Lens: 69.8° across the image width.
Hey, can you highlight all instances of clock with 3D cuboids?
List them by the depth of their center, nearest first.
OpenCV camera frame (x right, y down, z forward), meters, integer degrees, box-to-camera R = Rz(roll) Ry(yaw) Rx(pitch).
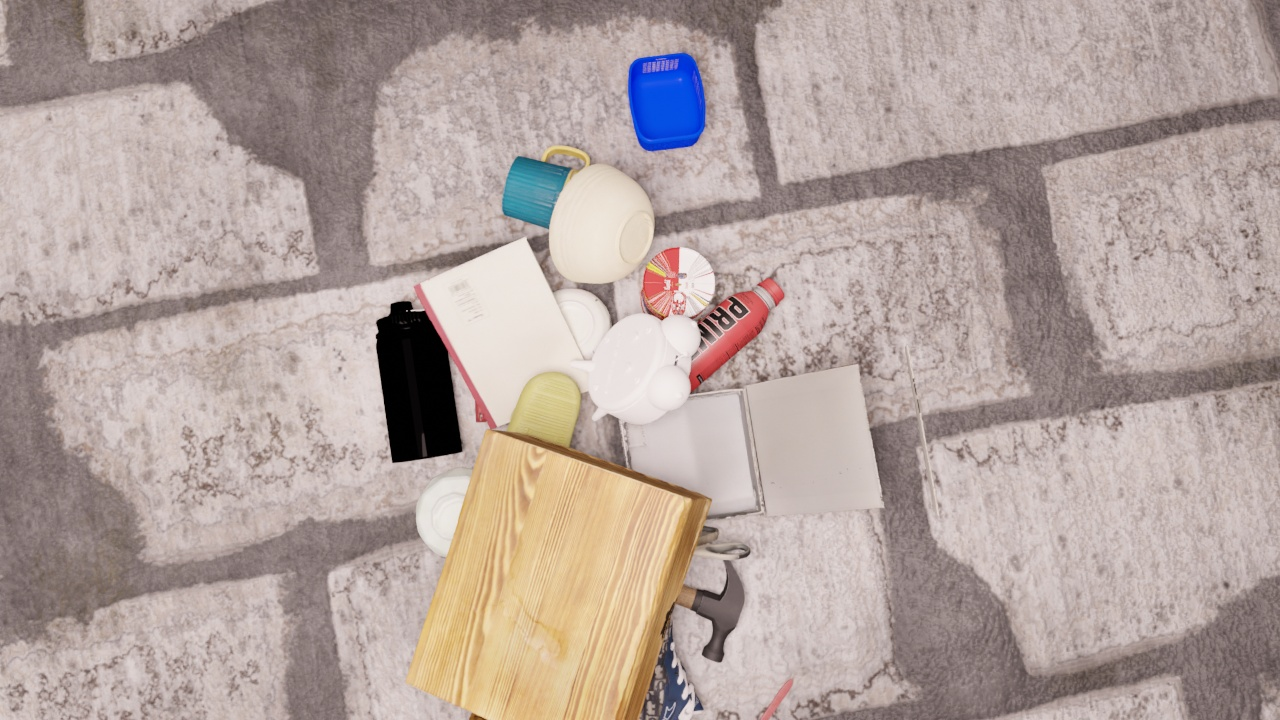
[{"bbox_3d":[-0.006,0.006,1.076,0.072,0.161,0.125,29,63,-36],"label":"clock"}]

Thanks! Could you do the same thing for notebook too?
[{"bbox_3d":[-0.164,-0.029,1.125,0.153,0.012,0.209,-22,110,8],"label":"notebook"}]

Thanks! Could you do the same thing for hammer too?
[{"bbox_3d":[-0.021,0.263,1.148,0.305,0.040,0.132,19,88,2],"label":"hammer"}]

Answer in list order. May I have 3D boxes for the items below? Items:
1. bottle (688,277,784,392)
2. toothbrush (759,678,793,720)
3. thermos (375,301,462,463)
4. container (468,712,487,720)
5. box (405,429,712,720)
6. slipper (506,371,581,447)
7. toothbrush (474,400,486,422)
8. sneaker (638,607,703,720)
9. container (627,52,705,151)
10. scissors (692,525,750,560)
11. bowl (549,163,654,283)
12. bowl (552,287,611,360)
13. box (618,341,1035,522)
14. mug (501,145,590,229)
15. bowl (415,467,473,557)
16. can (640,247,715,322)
[{"bbox_3d":[0.107,-0.037,1.164,0.176,0.062,0.062,-41,86,-4],"label":"bottle"},{"bbox_3d":[0.135,0.472,1.138,0.015,0.016,0.184,38,83,-4],"label":"toothbrush"},{"bbox_3d":[-0.279,0.022,1.141,0.086,0.086,0.198,-9,84,-2],"label":"thermos"},{"bbox_3d":[-0.134,0.539,0.982,0.219,0.213,0.252,24,114,2],"label":"container"},{"bbox_3d":[-0.086,0.237,0.972,0.245,0.168,0.279,17,90,12],"label":"box"},{"bbox_3d":[-0.134,0.096,1.133,0.091,0.081,0.191,13,105,-23],"label":"slipper"},{"bbox_3d":[-0.208,-0.015,1.180,0.016,0.016,0.189,-3,84,-2],"label":"toothbrush"},{"bbox_3d":[0.018,0.389,1.103,0.132,0.103,0.269,12,96,-12],"label":"sneaker"},{"bbox_3d":[0.033,-0.331,1.193,0.096,0.058,0.114,-7,84,-2],"label":"container"},{"bbox_3d":[0.051,0.226,1.104,0.163,0.154,0.012,2,101,2],"label":"scissors"},{"bbox_3d":[-0.034,-0.158,1.121,0.075,0.150,0.150,23,83,34],"label":"bowl"},{"bbox_3d":[-0.088,-0.043,1.167,0.105,0.054,0.105,0,83,-1],"label":"bowl"},{"bbox_3d":[0.203,0.099,1.096,0.480,0.119,0.166,-11,84,20],"label":"box"},{"bbox_3d":[-0.110,-0.223,1.174,0.107,0.083,0.113,15,72,4],"label":"mug"},{"bbox_3d":[-0.226,0.192,1.138,0.117,0.061,0.117,0,85,-2],"label":"bowl"},{"bbox_3d":[0.044,-0.086,1.140,0.086,0.116,0.086,0,84,-1],"label":"can"}]
